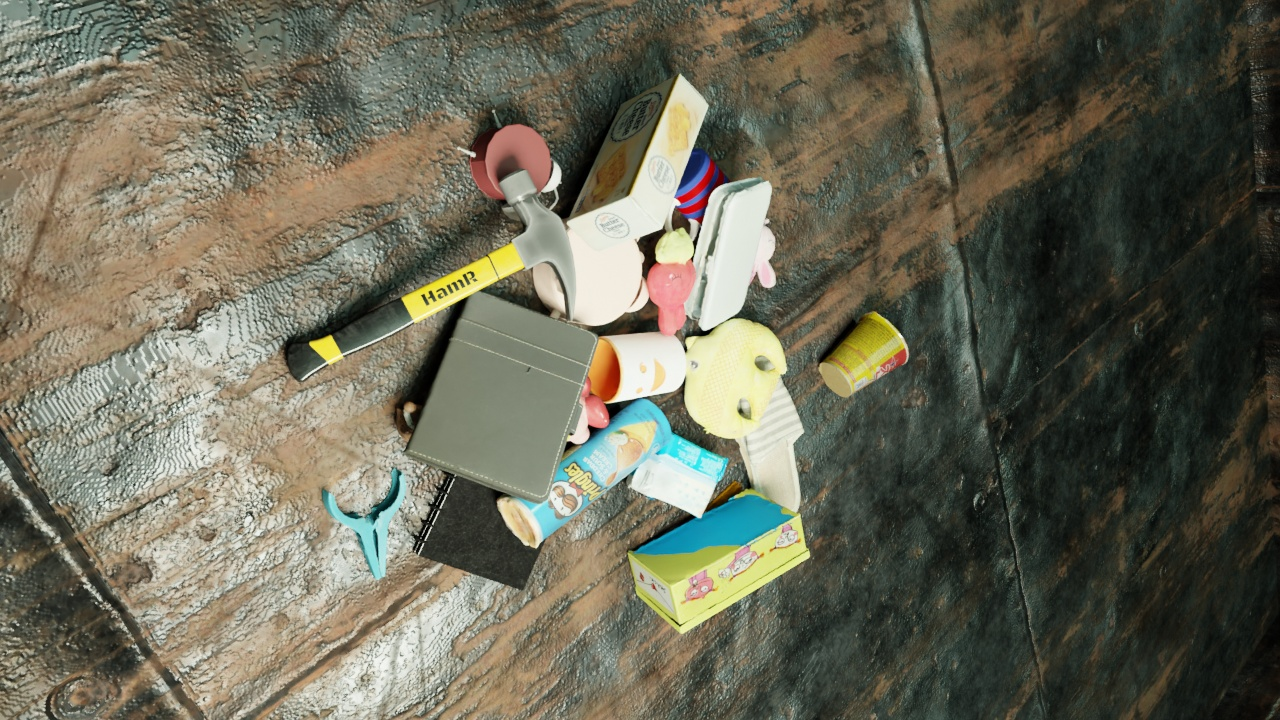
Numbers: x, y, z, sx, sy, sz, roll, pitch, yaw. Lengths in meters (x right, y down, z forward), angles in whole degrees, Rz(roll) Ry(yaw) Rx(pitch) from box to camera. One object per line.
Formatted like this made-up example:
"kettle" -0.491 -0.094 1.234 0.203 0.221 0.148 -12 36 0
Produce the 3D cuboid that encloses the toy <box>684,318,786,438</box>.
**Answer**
"toy" 0.121 0.021 1.262 0.155 0.065 0.170 28 83 -17

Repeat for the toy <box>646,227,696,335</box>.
"toy" 0.041 -0.099 1.154 0.091 0.045 0.135 -17 114 -56

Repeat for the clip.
"clip" -0.291 0.165 1.008 0.118 0.033 0.120 -52 124 -23

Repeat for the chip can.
"chip can" -0.065 0.134 1.121 0.228 0.080 0.080 -35 117 -30

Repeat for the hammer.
"hammer" -0.217 -0.063 0.971 0.324 0.034 0.170 -29 97 -14

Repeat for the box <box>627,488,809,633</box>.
"box" 0.108 0.266 1.251 0.220 0.124 0.079 -22 113 -27

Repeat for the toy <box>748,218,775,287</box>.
"toy" 0.162 -0.154 1.285 0.063 0.047 0.110 -12 109 -27

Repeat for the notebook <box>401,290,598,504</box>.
"notebook" -0.146 0.037 1.014 0.169 0.030 0.208 22 68 -11

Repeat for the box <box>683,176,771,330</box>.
"box" 0.110 -0.141 1.194 0.118 0.063 0.214 -29 141 -36

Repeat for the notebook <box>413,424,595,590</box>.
"notebook" -0.160 0.146 1.108 0.169 0.019 0.231 31 79 -38

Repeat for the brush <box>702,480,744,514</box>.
"brush" 0.108 0.230 1.328 0.126 0.017 0.048 -39 119 -26

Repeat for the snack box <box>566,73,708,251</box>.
"snack box" -0.001 -0.231 1.069 0.057 0.104 0.207 41 54 -32

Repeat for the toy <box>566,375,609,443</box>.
"toy" -0.110 0.060 1.065 0.131 0.097 0.124 -30 111 -11

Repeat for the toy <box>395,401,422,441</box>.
"toy" -0.228 0.068 1.024 0.101 0.041 0.055 14 131 -45

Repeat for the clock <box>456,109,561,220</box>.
"clock" -0.141 -0.215 1.042 0.087 0.044 0.124 -52 124 -18

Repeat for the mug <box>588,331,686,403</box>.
"mug" -0.007 0.007 1.159 0.105 0.082 0.082 -7 102 -37

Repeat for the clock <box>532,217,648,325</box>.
"clock" -0.055 -0.109 1.108 0.160 0.086 0.131 -21 110 -40

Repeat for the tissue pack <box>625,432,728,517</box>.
"tissue pack" 0.049 0.152 1.241 0.144 0.062 0.092 28 83 -35

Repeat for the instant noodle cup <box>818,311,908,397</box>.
"instant noodle cup" 0.341 -0.001 1.424 0.112 0.100 0.100 -39 119 -17

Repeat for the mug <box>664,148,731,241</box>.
"mug" 0.066 -0.206 1.183 0.076 0.075 0.111 41 75 -35

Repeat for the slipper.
"slipper" 0.192 0.122 1.355 0.114 0.054 0.273 -31 116 -35
